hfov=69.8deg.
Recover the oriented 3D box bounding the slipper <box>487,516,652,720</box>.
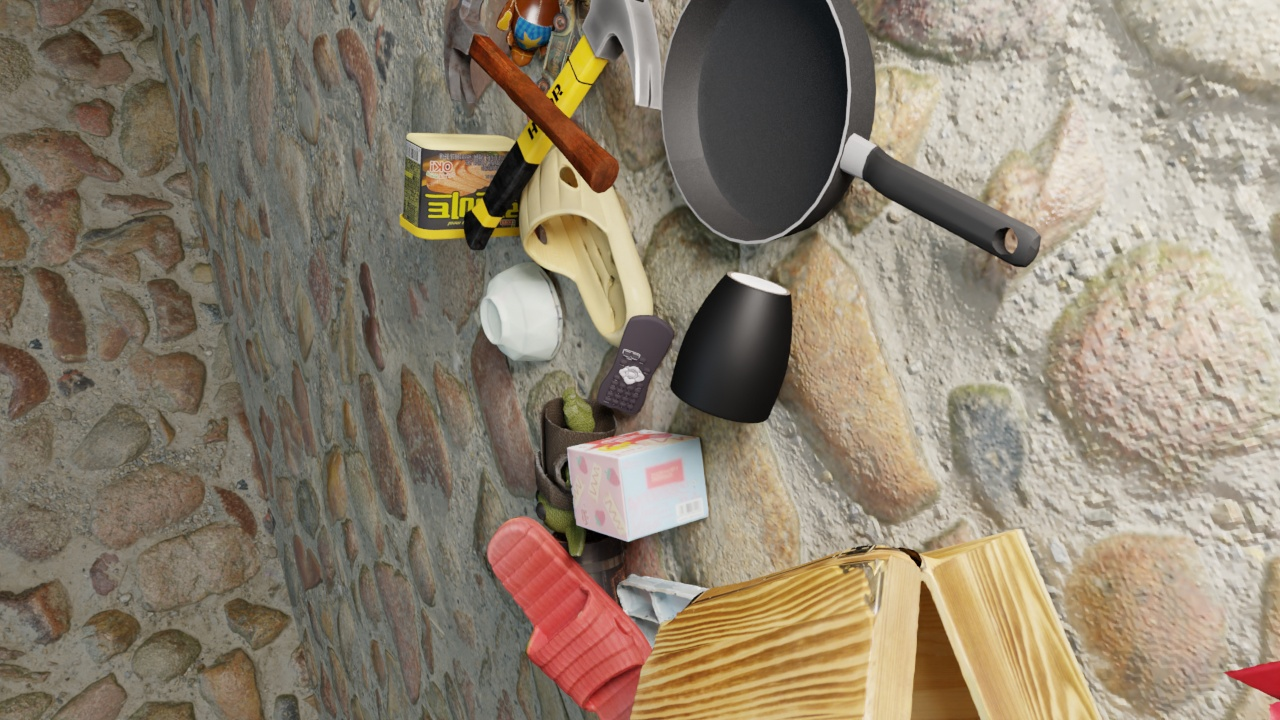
[{"bbox_3d":[-0.073,0.268,0.918,0.104,0.059,0.248,-42,80,22],"label":"slipper"}]

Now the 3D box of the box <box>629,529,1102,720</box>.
[{"bbox_3d":[0.104,0.254,0.600,0.280,0.263,0.269,-37,66,55],"label":"box"}]

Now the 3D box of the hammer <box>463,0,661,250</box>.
[{"bbox_3d":[-0.088,-0.210,0.844,0.326,0.034,0.169,-45,59,41],"label":"hammer"}]

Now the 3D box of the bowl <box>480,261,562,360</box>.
[{"bbox_3d":[-0.142,-0.050,1.038,0.117,0.061,0.117,28,125,49],"label":"bowl"}]

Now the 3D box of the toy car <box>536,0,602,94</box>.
[{"bbox_3d":[-0.061,-0.287,0.870,0.047,0.047,0.112,37,126,21],"label":"toy car"}]

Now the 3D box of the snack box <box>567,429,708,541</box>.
[{"bbox_3d":[-0.004,0.113,0.858,0.095,0.092,0.079,1,100,56],"label":"snack box"}]

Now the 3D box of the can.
[{"bbox_3d":[-0.196,-0.195,1.021,0.072,0.130,0.101,34,124,47],"label":"can"}]

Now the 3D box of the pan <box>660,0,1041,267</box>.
[{"bbox_3d":[0.131,-0.152,0.629,0.355,0.044,0.204,43,132,41],"label":"pan"}]

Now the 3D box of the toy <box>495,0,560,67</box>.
[{"bbox_3d":[-0.110,-0.357,0.935,0.090,0.070,0.103,156,124,-68],"label":"toy"}]

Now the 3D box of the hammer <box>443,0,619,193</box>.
[{"bbox_3d":[-0.104,-0.238,0.817,0.300,0.028,0.111,51,128,37],"label":"hammer"}]

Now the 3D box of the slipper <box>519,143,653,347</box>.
[{"bbox_3d":[-0.069,-0.128,0.902,0.112,0.079,0.261,-48,61,46],"label":"slipper"}]

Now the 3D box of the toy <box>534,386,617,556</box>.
[{"bbox_3d":[-0.071,0.107,0.951,0.179,0.078,0.153,-109,26,-70],"label":"toy"}]

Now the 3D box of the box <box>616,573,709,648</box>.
[{"bbox_3d":[0.060,0.302,0.881,0.209,0.037,0.190,-12,97,57],"label":"box"}]

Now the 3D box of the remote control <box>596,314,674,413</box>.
[{"bbox_3d":[-0.005,0.005,0.877,0.009,0.046,0.125,-77,9,-49],"label":"remote control"}]

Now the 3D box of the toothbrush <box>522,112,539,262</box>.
[{"bbox_3d":[-0.119,-0.199,1.010,0.016,0.015,0.184,25,121,51],"label":"toothbrush"}]

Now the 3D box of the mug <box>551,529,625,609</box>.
[{"bbox_3d":[-0.057,0.233,0.997,0.116,0.080,0.107,-141,46,-79],"label":"mug"}]

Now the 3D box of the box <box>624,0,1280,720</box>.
[{"bbox_3d":[0.249,0.084,0.308,0.467,0.137,0.215,41,141,-4],"label":"box"}]

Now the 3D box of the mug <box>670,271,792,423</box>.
[{"bbox_3d":[0.075,-0.019,0.731,0.118,0.085,0.100,-107,32,-70],"label":"mug"}]
